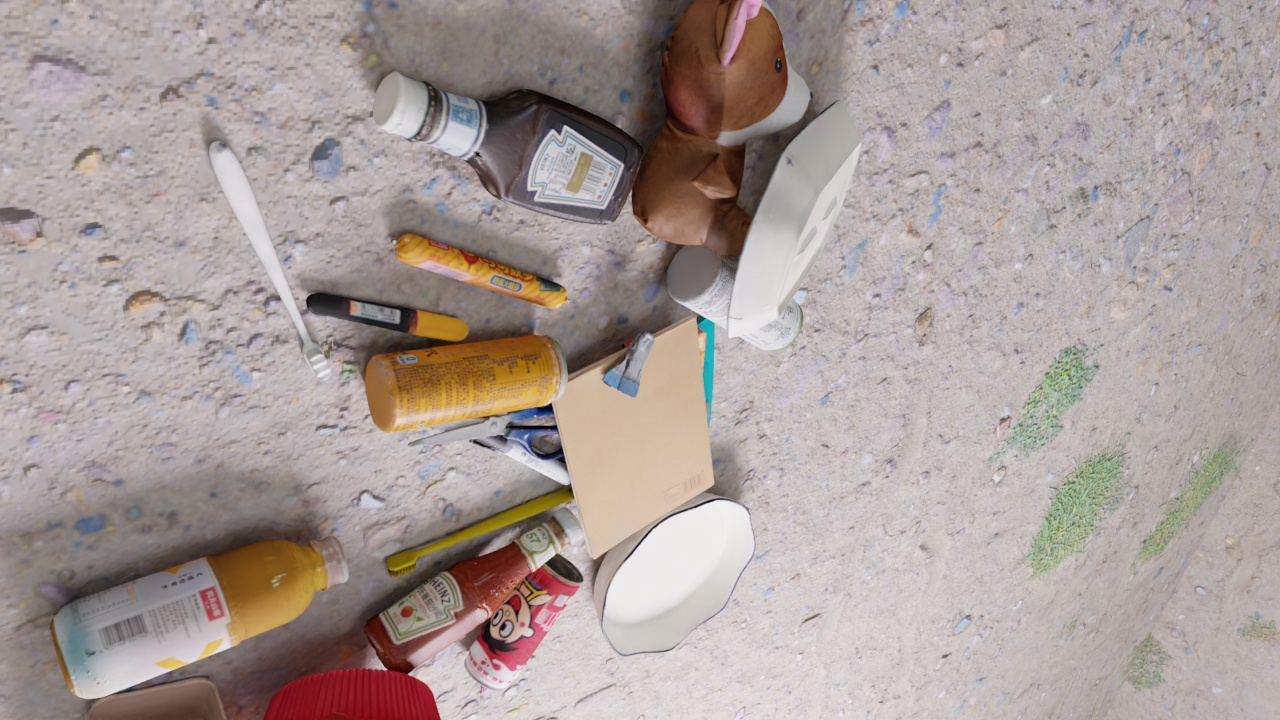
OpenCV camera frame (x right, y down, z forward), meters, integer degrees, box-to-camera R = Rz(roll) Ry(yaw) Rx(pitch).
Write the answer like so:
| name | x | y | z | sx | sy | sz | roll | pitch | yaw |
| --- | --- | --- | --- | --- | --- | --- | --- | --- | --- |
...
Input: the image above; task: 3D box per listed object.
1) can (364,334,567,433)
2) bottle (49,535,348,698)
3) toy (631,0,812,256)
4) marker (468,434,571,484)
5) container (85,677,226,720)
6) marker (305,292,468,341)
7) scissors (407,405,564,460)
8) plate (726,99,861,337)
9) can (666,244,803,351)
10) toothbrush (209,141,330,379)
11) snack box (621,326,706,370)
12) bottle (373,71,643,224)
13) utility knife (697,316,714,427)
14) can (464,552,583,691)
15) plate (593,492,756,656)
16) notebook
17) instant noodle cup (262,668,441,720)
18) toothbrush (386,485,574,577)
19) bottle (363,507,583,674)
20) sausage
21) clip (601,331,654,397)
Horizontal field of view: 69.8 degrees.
| name | x | y | z | sx | sy | sz | roll | pitch | yaw |
| --- | --- | --- | --- | --- | --- | --- | --- | --- | --- |
| can | -0.131 | 0.015 | 0.699 | 0.145 | 0.058 | 0.058 | -9 | 123 | -35 |
| bottle | -0.307 | 0.174 | 0.656 | 0.189 | 0.068 | 0.068 | -17 | 128 | -31 |
| toy | 0.062 | -0.180 | 0.682 | 0.130 | 0.140 | 0.200 | -1 | 118 | -9 |
| marker | -0.101 | 0.083 | 0.801 | 0.023 | 0.018 | 0.130 | -37 | 139 | 15 |
| container | -0.368 | 0.319 | 0.694 | 0.090 | 0.090 | 0.111 | -1 | 122 | -39 |
| marker | -0.180 | -0.031 | 0.659 | 0.123 | 0.015 | 0.018 | 11 | 72 | -42 |
| scissors | -0.112 | 0.043 | 0.751 | 0.173 | 0.012 | 0.124 | 37 | 78 | -47 |
| plate | 0.131 | -0.114 | 0.742 | 0.264 | 0.034 | 0.162 | -47 | 156 | -56 |
| can | 0.088 | -0.055 | 0.830 | 0.146 | 0.058 | 0.058 | 24 | 101 | -46 |
| toothbrush | -0.236 | -0.058 | 0.593 | 0.016 | 0.016 | 0.180 | -30 | 133 | -23 |
| snack box | 0.019 | 0.044 | 0.864 | 0.076 | 0.027 | 0.156 | -18 | 128 | -28 |
| bottle | -0.088 | -0.149 | 0.634 | 0.194 | 0.044 | 0.080 | 10 | 111 | -42 |
| utility knife | 0.060 | 0.022 | 0.894 | 0.029 | 0.013 | 0.151 | -24 | 131 | -29 |
| can | -0.112 | 0.249 | 0.878 | 0.053 | 0.053 | 0.133 | 29 | 98 | -46 |
| plate | 0.034 | 0.226 | 0.990 | 0.204 | 0.045 | 0.205 | -21 | 129 | -29 |
| notebook | 0.000 | 0.074 | 0.841 | 0.149 | 0.012 | 0.212 | -27 | 131 | -22 |
| instant noodle cup | -0.241 | 0.312 | 0.768 | 0.194 | 0.065 | 0.194 | -5 | 142 | -4 |
| toothbrush | -0.135 | 0.151 | 0.820 | 0.189 | 0.015 | 0.017 | -19 | 133 | -29 |
| bottle | -0.143 | 0.200 | 0.817 | 0.205 | 0.060 | 0.060 | -32 | 134 | -19 |
| sausage | -0.114 | -0.065 | 0.684 | 0.165 | 0.021 | 0.021 | 16 | 107 | -45 |
| clip | -0.005 | 0.001 | 0.770 | 0.027 | 0.045 | 0.058 | 31 | 87 | -42 |
